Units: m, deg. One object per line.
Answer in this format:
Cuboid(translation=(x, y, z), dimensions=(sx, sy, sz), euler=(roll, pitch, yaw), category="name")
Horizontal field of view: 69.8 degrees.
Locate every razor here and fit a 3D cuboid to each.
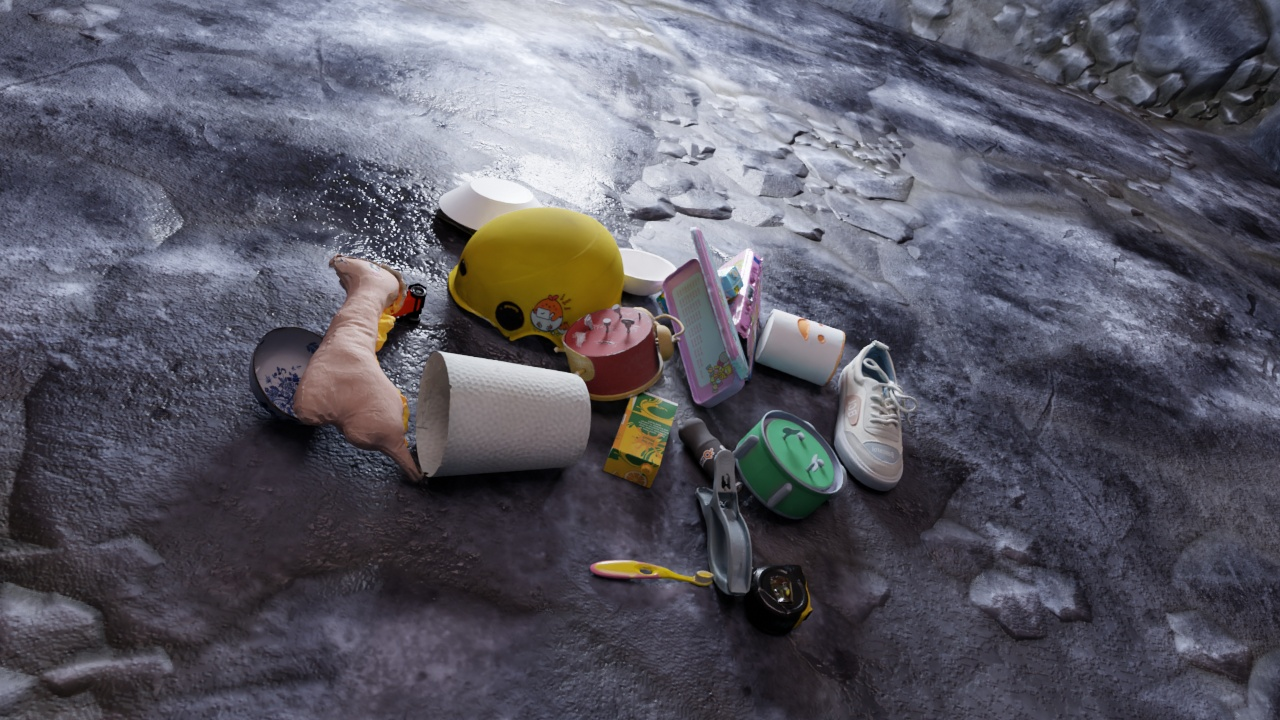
Cuboid(translation=(-0.254, -0.192, 1.336), dimensions=(0.106, 0.026, 0.042), euler=(30, 40, 18), category="razor")

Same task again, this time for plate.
Cuboid(translation=(-0.210, -0.238, 1.370), dimensions=(0.174, 0.036, 0.173), euler=(13, 28, -7), category="plate")

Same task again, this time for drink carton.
Cuboid(translation=(0.085, -0.097, 1.301), dimensions=(0.038, 0.129, 0.044), euler=(63, 37, -16), category="drink carton")
Cuboid(translation=(0.001, 0.093, 1.093), dimensions=(0.058, 0.041, 0.122), euler=(21, 37, 0), category="drink carton")

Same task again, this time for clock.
Cuboid(translation=(-0.021, -0.024, 1.141), dimensions=(0.158, 0.081, 0.117), euler=(-23, 34, -16), category="clock")
Cuboid(translation=(0.192, 0.121, 1.108), dimensions=(0.161, 0.076, 0.122), euler=(-3, 52, -48), category="clock")

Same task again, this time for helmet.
Cuboid(translation=(-0.129, -0.132, 1.223), dimensions=(0.240, 0.140, 0.208), euler=(17, 38, -4), category="helmet")

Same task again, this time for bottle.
Cuboid(translation=(0.087, 0.116, 1.108), dimensions=(0.036, 0.036, 0.110), euler=(-12, 48, -35), category="bottle")

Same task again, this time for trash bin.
Cuboid(translation=(-0.148, 0.062, 0.998), dimensions=(0.161, 0.134, 0.133), euler=(5, 41, -27), category="trash bin")

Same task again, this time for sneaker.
Cuboid(translation=(0.315, 0.064, 1.232), dimensions=(0.089, 0.091, 0.241), euler=(18, 39, -6), category="sneaker")

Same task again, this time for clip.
Cuboid(translation=(0.089, 0.188, 1.012), dimensions=(0.027, 0.091, 0.162), euler=(9, 54, -17), category="clip")

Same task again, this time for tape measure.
Cuboid(translation=(0.145, 0.250, 0.970), dimensions=(0.071, 0.042, 0.072), euler=(7, 42, -22), category="tape measure")

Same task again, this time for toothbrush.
Cuboid(translation=(0.013, 0.223, 0.962), dimensions=(0.135, 0.016, 0.021), euler=(9, 41, -15), category="toothbrush")

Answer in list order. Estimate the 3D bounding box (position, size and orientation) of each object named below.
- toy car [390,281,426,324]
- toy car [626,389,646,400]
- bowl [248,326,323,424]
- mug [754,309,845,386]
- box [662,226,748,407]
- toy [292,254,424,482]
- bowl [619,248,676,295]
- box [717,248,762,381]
Cuboid(translation=(-0.314, -0.070, 1.134), dimensions=(0.100, 0.051, 0.049), euler=(-22, 57, -41), category="toy car")
Cuboid(translation=(-0.007, 0.007, 1.202), dimensions=(0.060, 0.028, 0.107), euler=(26, 38, 6), category="toy car")
Cuboid(translation=(-0.373, 0.024, 0.984), dimensions=(0.114, 0.045, 0.114), euler=(36, 38, -34), category="bowl")
Cuboid(translation=(0.225, -0.019, 1.296), dimensions=(0.105, 0.082, 0.082), euler=(19, 38, -1), category="mug")
Cuboid(translation=(0.090, -0.057, 1.202), dimensions=(0.062, 0.140, 0.214), euler=(-3, 58, -18), category="box")
Cuboid(translation=(-0.292, -0.003, 1.017), dimensions=(0.196, 0.065, 0.263), euler=(39, 32, -23), category="toy")
Cuboid(translation=(-0.004, -0.123, 1.344), dimensions=(0.110, 0.041, 0.109), euler=(11, 27, -6), category="bowl")
Cuboid(translation=(0.147, -0.062, 1.331), dimensions=(0.090, 0.085, 0.229), euler=(43, 34, -18), category="box")
